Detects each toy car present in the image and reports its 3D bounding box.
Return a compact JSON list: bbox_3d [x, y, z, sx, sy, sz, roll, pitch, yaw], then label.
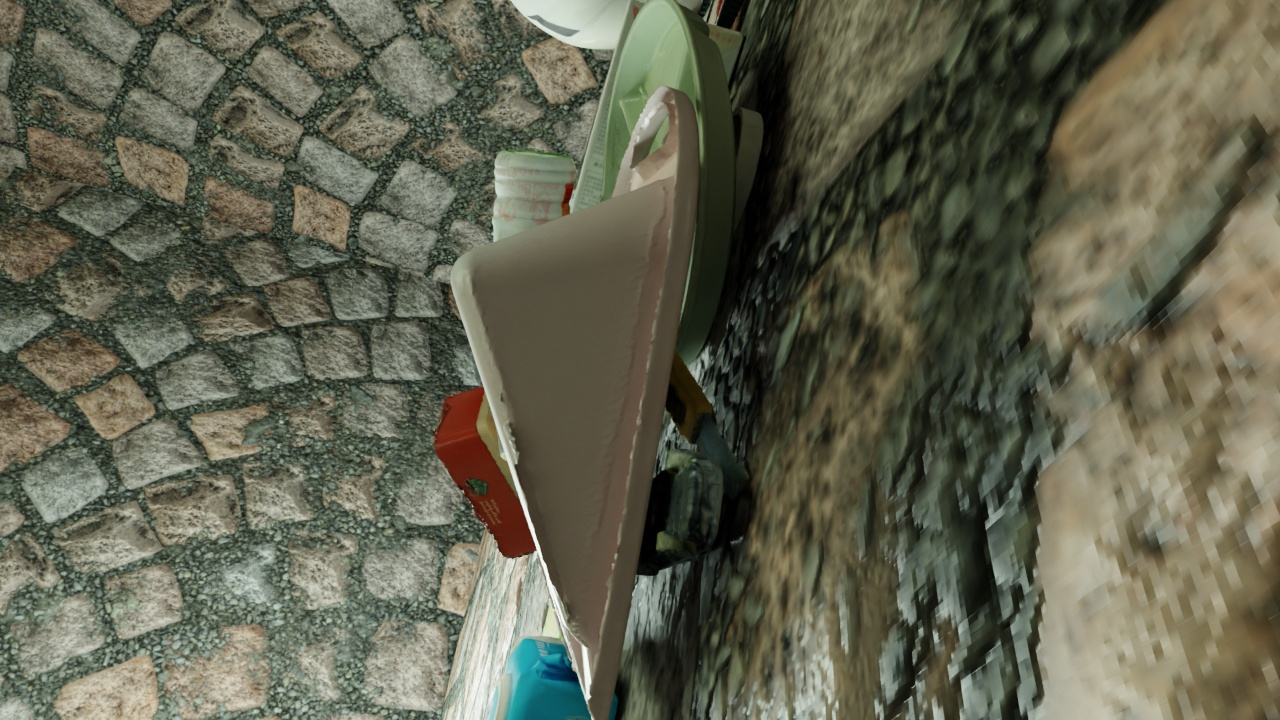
[{"bbox_3d":[0.016,0.069,0.395,0.091,0.034,0.042,122,160,-64],"label":"toy car"}]

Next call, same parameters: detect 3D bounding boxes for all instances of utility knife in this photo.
[{"bbox_3d":[0.015,0.009,0.462,0.208,0.015,0.033,-120,33,-61],"label":"utility knife"}]

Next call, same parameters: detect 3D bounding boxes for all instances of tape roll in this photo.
[{"bbox_3d":[0.050,-0.105,0.538,0.086,0.014,0.086,-166,91,-81],"label":"tape roll"}]

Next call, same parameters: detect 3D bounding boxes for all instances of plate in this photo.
[{"bbox_3d":[0.011,-0.099,0.557,0.230,0.027,0.230,178,91,-76],"label":"plate"}]

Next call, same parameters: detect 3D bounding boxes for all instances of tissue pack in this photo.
[{"bbox_3d":[-0.058,0.225,0.507,0.090,0.063,0.140,157,127,-79],"label":"tissue pack"}]

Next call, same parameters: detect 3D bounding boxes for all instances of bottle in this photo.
[{"bbox_3d":[-0.097,-0.078,0.788,0.068,0.068,0.197,-105,20,-73],"label":"bottle"}]

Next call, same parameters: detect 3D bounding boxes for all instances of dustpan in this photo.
[{"bbox_3d":[-0.010,0.011,0.473,0.222,0.138,0.273,-156,49,-76],"label":"dustpan"}]

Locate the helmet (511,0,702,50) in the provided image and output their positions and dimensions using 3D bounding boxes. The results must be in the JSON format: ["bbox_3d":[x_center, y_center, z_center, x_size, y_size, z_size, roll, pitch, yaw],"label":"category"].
[{"bbox_3d":[-0.015,-0.342,0.747,0.275,0.229,0.157,6,105,56],"label":"helmet"}]

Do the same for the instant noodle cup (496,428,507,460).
[{"bbox_3d":[-0.065,0.015,0.708,0.119,0.118,0.114,129,136,-69],"label":"instant noodle cup"}]

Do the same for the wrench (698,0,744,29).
[{"bbox_3d":[0.031,-0.200,0.693,0.056,0.016,0.274,36,109,34],"label":"wrench"}]

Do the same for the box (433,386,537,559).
[{"bbox_3d":[-0.144,0.111,0.908,0.091,0.076,0.168,-90,-21,-57],"label":"box"}]

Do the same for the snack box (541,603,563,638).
[{"bbox_3d":[-0.039,0.142,0.644,0.086,0.026,0.156,155,129,-79],"label":"snack box"}]

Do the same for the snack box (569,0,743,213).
[{"bbox_3d":[0.010,-0.170,0.665,0.027,0.084,0.157,-93,20,-76],"label":"snack box"}]

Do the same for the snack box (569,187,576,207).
[{"bbox_3d":[-0.058,-0.113,0.819,0.154,0.026,0.075,-166,78,-67],"label":"snack box"}]
